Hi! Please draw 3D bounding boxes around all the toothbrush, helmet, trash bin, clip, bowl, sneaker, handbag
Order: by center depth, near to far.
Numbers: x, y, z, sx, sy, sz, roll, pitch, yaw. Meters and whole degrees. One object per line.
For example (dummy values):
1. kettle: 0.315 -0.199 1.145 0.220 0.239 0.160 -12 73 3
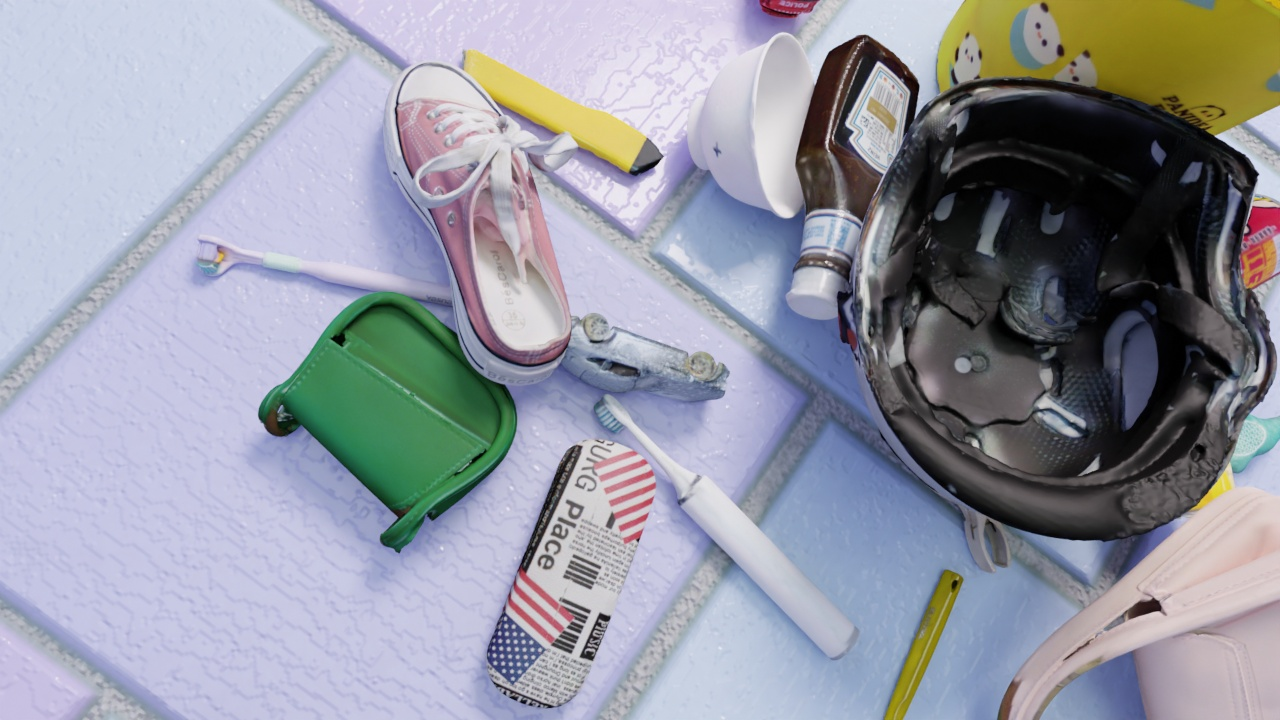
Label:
1. sneaker: -0.090 -0.104 0.544 0.118 0.088 0.240 -5 58 -29
2. handbag: -0.145 0.031 0.548 0.131 0.068 0.120 45 81 0
3. helmet: 0.227 -0.024 0.555 0.230 0.157 0.273 9 75 2
4. handbag: 0.334 0.204 0.565 0.234 0.093 0.193 -23 111 0
5. toothbrush: -0.180 -0.051 0.580 0.189 0.029 0.021 10 38 -9
6. toothbrush: 0.166 0.221 0.583 0.015 0.017 0.189 30 74 -3
7. toothbrush: 0.052 0.102 0.584 0.221 0.026 0.026 45 112 1
8. trash bin: 0.336 -0.240 0.592 0.229 0.256 0.229 2 78 -10
9. clip: 0.211 0.088 0.614 0.095 0.035 0.102 10 84 -13
10. bowl: 0.071 -0.155 0.618 0.065 0.118 0.118 4 73 30

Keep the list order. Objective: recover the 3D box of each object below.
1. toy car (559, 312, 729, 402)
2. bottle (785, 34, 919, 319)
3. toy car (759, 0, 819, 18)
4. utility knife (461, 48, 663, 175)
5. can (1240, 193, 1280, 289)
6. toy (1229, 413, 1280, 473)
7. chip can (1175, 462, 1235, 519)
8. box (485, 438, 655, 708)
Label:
1. toy car: -0.004 0.003 0.582 0.120 0.054 0.036 16 72 -8
2. bottle: 0.138 -0.120 0.614 0.080 0.044 0.194 29 68 -29
3. toy car: 0.107 -0.307 0.675 0.053 0.045 0.120 7 70 -11
4. utility knife: -0.056 -0.170 0.631 0.156 0.015 0.033 28 68 -2
5. can: 0.419 -0.074 0.669 0.093 0.067 0.066 -27 84 -15
6. toy: 0.408 0.041 0.663 0.096 0.030 0.092 -36 81 -8
7. chip can: 0.346 -0.001 0.623 0.072 0.072 0.213 -6 82 -12
8. box: -0.042 0.126 0.557 0.069 0.052 0.164 21 76 8
